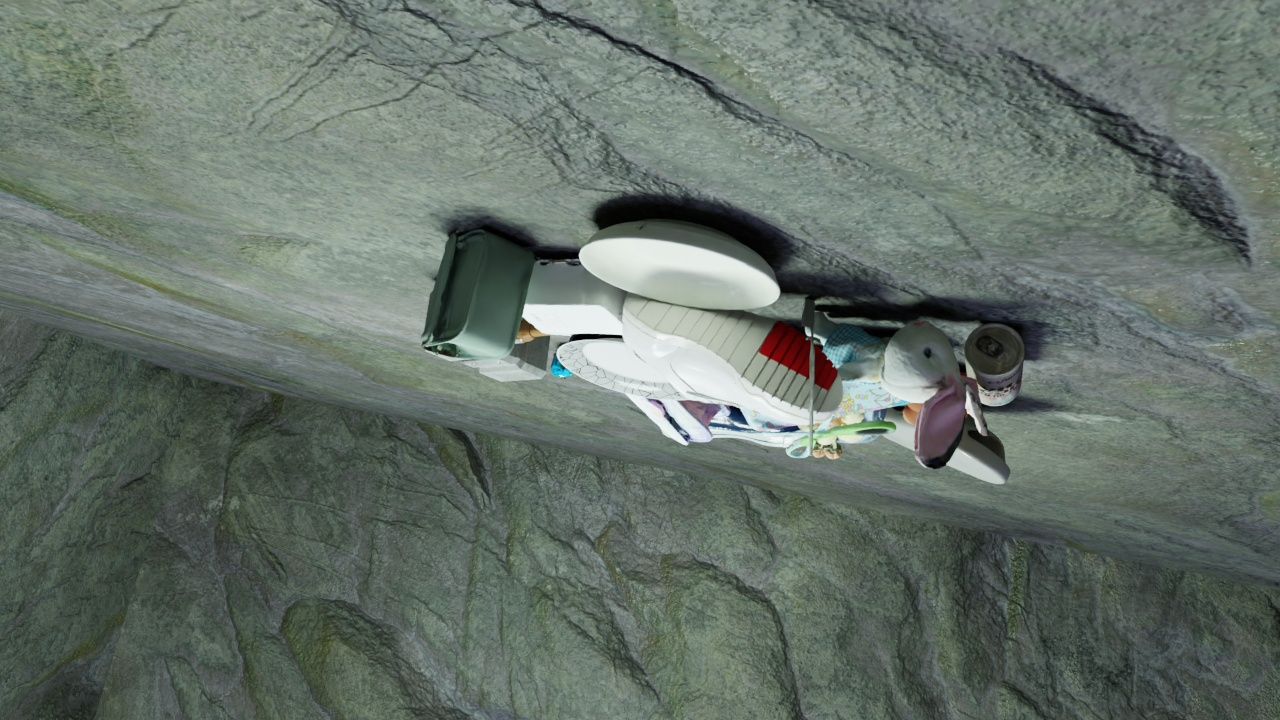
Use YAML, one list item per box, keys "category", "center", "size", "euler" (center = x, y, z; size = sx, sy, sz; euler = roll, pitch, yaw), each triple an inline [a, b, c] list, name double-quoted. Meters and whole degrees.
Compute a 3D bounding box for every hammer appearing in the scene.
- category: "hammer"
  center: [-0.096, -0.041, 1.130]
  size: [0.318, 0.082, 0.162]
  euler: [-4, 162, 32]

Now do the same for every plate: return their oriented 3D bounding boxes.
- category: "plate"
  center: [-0.007, 0.006, 1.104]
  size: [0.188, 0.016, 0.189]
  euler: [12, 161, 4]
- category: "plate"
  center: [0.037, -0.089, 0.824]
  size: [0.182, 0.034, 0.182]
  euler: [11, 169, 2]

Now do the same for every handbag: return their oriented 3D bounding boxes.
- category: "handbag"
  center: [0.028, 0.044, 1.238]
  size: [0.158, 0.069, 0.127]
  euler: [47, 151, -21]
- category: "handbag"
  center: [0.244, 0.063, 1.147]
  size: [0.122, 0.118, 0.192]
  euler: [6, 160, 15]
- category: "handbag"
  center: [-0.172, -0.065, 0.933]
  size: [0.067, 0.121, 0.106]
  euler: [21, 165, -39]

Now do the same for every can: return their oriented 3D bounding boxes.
- category: "can"
  center: [0.355, 0.007, 0.920]
  size: [0.054, 0.054, 0.135]
  euler: [7, 168, 22]

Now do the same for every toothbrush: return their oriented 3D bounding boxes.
- category: "toothbrush"
  center: [0.157, 0.012, 0.865]
  size: [0.010, 0.181, 0.010]
  euler: [14, 142, -6]

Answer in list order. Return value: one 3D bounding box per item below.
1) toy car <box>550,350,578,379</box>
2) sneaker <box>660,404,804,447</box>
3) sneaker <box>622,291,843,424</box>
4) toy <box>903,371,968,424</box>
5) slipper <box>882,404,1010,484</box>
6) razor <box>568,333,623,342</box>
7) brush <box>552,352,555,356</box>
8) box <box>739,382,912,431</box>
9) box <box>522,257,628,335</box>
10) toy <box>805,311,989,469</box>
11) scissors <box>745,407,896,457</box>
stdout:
- category: "toy car"
  center: [-0.109, -0.001, 1.378]
  size: [0.032, 0.048, 0.105]
  euler: [21, 167, -25]
- category: "sneaker"
  center: [0.147, 0.051, 1.313]
  size: [0.295, 0.120, 0.127]
  euler: [1, 125, 28]
- category: "sneaker"
  center: [0.086, 0.010, 0.931]
  size: [0.237, 0.090, 0.104]
  euler: [25, 142, 15]
- category: "toy"
  center: [0.332, 0.031, 1.064]
  size: [0.127, 0.065, 0.095]
  euler: [30, 130, -25]
- category: "slipper"
  center: [0.403, 0.086, 1.247]
  size: [0.113, 0.080, 0.266]
  euler: [39, 173, -21]
- category: "razor"
  center: [-0.037, -0.025, 1.194]
  size: [0.141, 0.063, 0.053]
  euler: [-15, 117, 46]
- category: "brush"
  center: [-0.075, -0.002, 1.421]
  size: [0.151, 0.012, 0.039]
  euler: [2, 165, 39]
- category: "box"
  center: [0.211, 0.023, 1.008]
  size: [0.215, 0.065, 0.078]
  euler: [-13, 145, 24]
- category: "box"
  center: [-0.070, -0.083, 0.972]
  size: [0.107, 0.091, 0.102]
  euler: [-1, 161, 19]
- category: "toy"
  center: [0.251, -0.003, 0.895]
  size: [0.130, 0.106, 0.205]
  euler: [-17, -137, -40]
- category: "scissors"
  center: [0.204, 0.083, 1.044]
  size: [0.171, 0.021, 0.172]
  euler: [1, 161, 0]
